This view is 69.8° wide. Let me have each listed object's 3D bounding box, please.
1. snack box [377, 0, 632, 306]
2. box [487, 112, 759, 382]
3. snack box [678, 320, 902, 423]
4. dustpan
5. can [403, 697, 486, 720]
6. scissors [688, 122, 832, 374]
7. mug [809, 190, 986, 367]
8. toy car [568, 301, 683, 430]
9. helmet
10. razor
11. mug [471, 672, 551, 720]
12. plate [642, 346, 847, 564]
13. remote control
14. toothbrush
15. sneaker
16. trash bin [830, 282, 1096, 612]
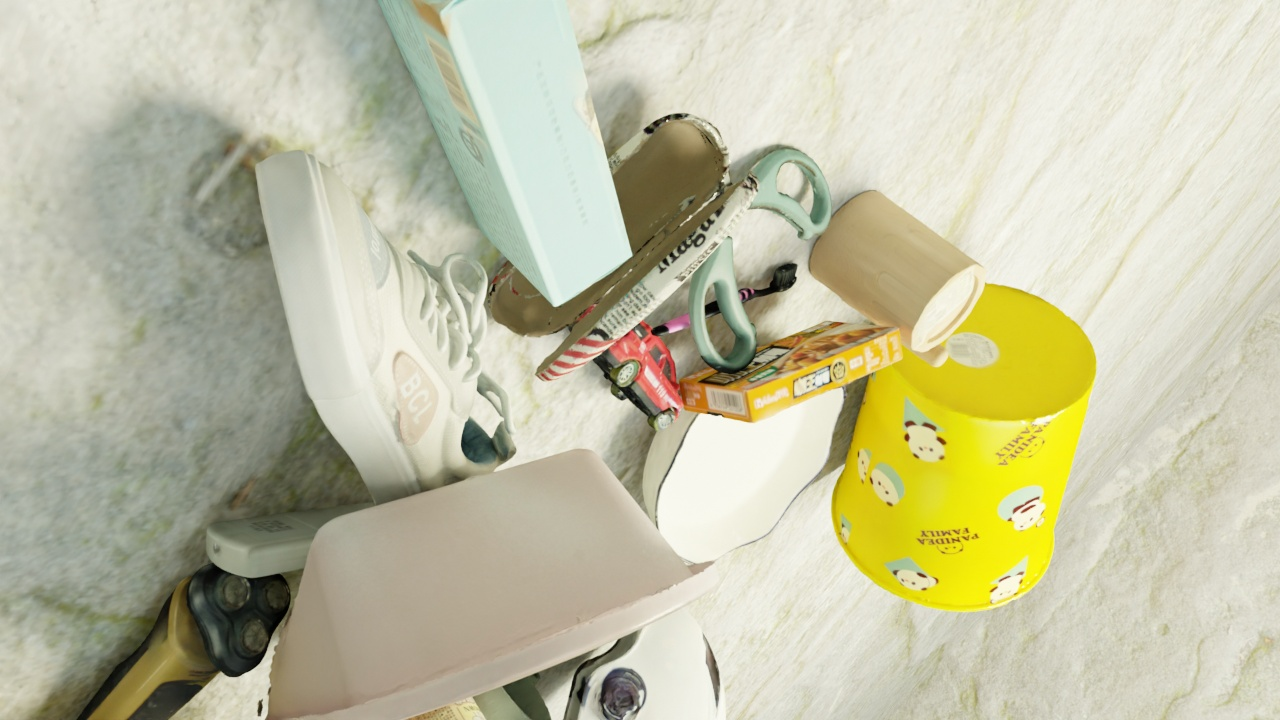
[{"bbox_3d":[-0.058,-0.107,0.405,0.051,0.074,0.175,-35,146,-14],"label":"snack box"},{"bbox_3d":[-0.004,-0.051,0.501,0.163,0.087,0.076,-42,141,11],"label":"box"},{"bbox_3d":[0.109,0.006,0.656,0.153,0.075,0.026,-20,107,-32],"label":"snack box"},{"bbox_3d":[-0.082,0.162,0.498,0.222,0.139,0.274,-16,142,-33],"label":"dustpan"},{"bbox_3d":[-0.149,0.285,0.705,0.058,0.116,0.059,-28,144,-23],"label":"can"},{"bbox_3d":[0.067,-0.066,0.597,0.170,0.019,0.181,0,105,-48],"label":"scissors"},{"bbox_3d":[0.199,-0.057,0.716,0.084,0.103,0.125,-37,146,-11],"label":"mug"},{"bbox_3d":[-0.004,0.004,0.608,0.045,0.053,0.120,-45,146,-8],"label":"toy car"},{"bbox_3d":[-0.003,0.339,0.820,0.258,0.146,0.229,-57,176,-23],"label":"helmet"},{"bbox_3d":[-0.266,0.179,0.513,0.168,0.067,0.062,-44,148,11],"label":"razor"},{"bbox_3d":[-0.139,0.313,0.793,0.103,0.083,0.124,-41,172,-4],"label":"mug"},{"bbox_3d":[0.083,0.075,0.767,0.204,0.045,0.205,-24,133,-29],"label":"plate"},{"bbox_3d":[-0.168,0.100,0.531,0.149,0.058,0.021,-1,96,-47],"label":"remote control"},{"bbox_3d":[0.064,-0.043,0.634,0.188,0.014,0.018,-23,132,-50],"label":"toothbrush"},{"bbox_3d":[-0.110,-0.002,0.446,0.090,0.089,0.243,-18,145,-12],"label":"sneaker"},{"bbox_3d":[0.314,0.079,0.897,0.229,0.229,0.256,-29,139,-23],"label":"trash bin"}]
